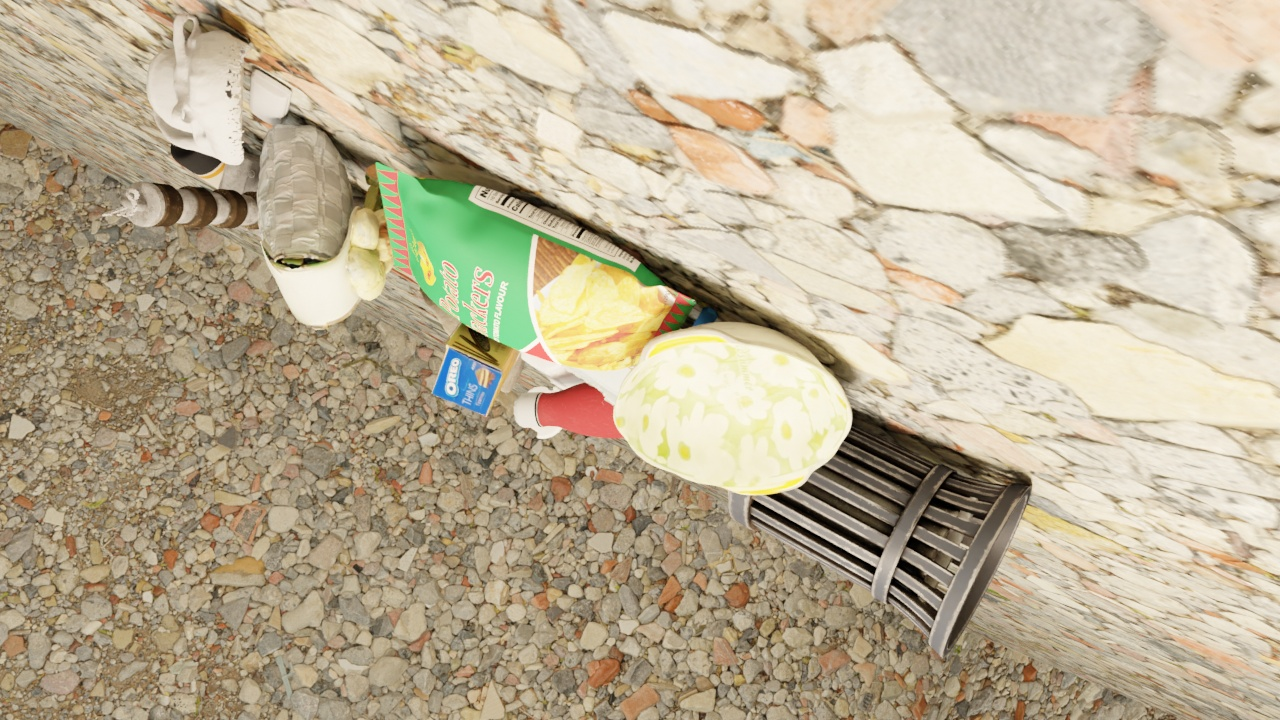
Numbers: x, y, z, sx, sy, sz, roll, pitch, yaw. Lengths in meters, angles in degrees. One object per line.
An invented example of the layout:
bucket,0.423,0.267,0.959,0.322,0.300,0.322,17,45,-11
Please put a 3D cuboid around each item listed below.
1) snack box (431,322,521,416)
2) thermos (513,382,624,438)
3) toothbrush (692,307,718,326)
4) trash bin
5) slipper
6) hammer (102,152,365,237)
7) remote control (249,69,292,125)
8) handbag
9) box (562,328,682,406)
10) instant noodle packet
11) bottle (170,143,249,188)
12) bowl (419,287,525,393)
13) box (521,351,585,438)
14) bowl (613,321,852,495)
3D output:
snack box,-0.139,-0.029,0.885,0.057,0.056,0.206,23,-151,-4
thermos,-0.038,0.057,1.097,0.240,0.073,0.073,-2,162,16
toothbrush,0.053,-0.027,0.836,0.016,0.014,0.167,29,167,1
trash bin,0.209,0.137,0.841,0.227,0.164,0.164,27,172,28
slipper,-0.347,-0.210,0.723,0.074,0.112,0.247,-14,-163,-28
hammer,-0.408,-0.151,0.917,0.177,0.079,0.325,26,-168,10
remote control,-0.326,-0.227,0.804,0.033,0.012,0.131,31,171,-22
handbag,-0.284,-0.132,0.836,0.123,0.171,0.113,-10,154,-11
box,-0.006,0.001,0.903,0.209,0.037,0.189,32,156,7
instant noodle packet,-0.092,-0.063,0.757,0.252,0.090,0.196,23,160,-3
bottle,-0.498,-0.229,1.154,0.059,0.059,0.181,23,170,27
bowl,-0.202,-0.049,1.195,0.178,0.081,0.178,49,178,2
box,-0.119,0.020,1.161,0.080,0.150,0.106,25,174,25
bowl,0.074,0.028,0.751,0.189,0.060,0.219,-13,136,22
